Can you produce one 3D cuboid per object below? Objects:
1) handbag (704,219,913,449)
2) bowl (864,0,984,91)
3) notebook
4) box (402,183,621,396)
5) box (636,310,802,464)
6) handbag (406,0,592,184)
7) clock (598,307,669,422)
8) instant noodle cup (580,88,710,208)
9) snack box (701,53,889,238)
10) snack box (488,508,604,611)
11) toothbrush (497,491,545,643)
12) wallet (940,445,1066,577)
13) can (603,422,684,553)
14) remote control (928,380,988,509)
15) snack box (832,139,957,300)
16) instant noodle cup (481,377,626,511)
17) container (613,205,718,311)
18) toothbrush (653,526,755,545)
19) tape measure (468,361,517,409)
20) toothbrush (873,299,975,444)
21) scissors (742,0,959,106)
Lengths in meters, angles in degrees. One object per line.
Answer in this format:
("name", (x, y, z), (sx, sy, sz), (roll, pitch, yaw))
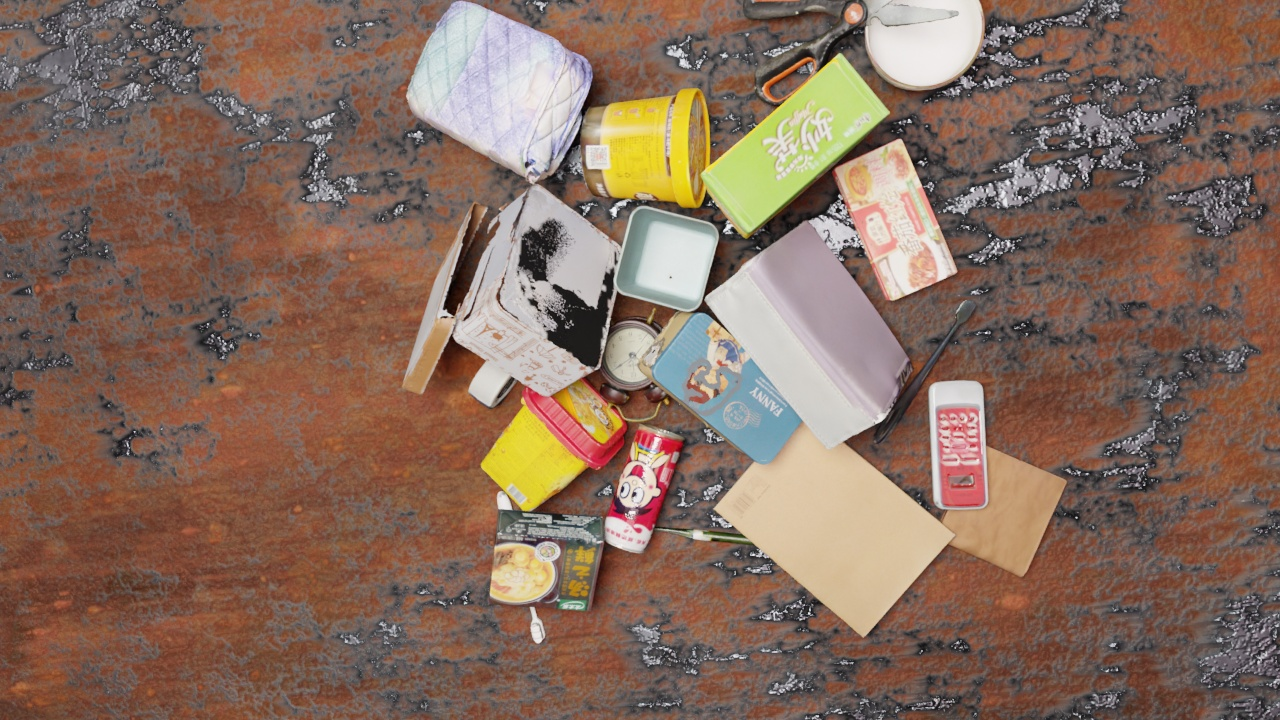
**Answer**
("handbag", (0.176, -0.030, 0.928), (0.197, 0.144, 0.099), (52, 137, 0))
("bowl", (0.280, -0.324, 0.923), (0.113, 0.062, 0.113), (0, 94, 6))
("notebook", (0.206, 0.173, 0.991), (0.211, 0.012, 0.149), (40, 97, 8))
("box", (-0.146, -0.050, 0.944), (0.156, 0.182, 0.194), (34, 136, -26))
("box", (0.090, 0.031, 0.954), (0.184, 0.060, 0.089), (37, 86, -16))
("handbag", (-0.143, -0.277, 0.941), (0.194, 0.075, 0.134), (34, 101, 32))
("clock", (-0.006, 0.006, 0.992), (0.082, 0.055, 0.122), (-4, 92, 7))
("instant noodle cup", (0.006, -0.217, 0.944), (0.114, 0.118, 0.118), (2, 95, 14))
("snack box", (0.140, -0.194, 0.878), (0.158, 0.210, 0.070), (-40, 91, 8))
("snack box", (-0.103, 0.222, 0.992), (0.113, 0.053, 0.126), (6, 120, -7))
("toothbrush", (-0.138, 0.237, 1.051), (0.016, 0.016, 0.180), (-14, 93, 6))
("wallet", (0.383, 0.159, 0.978), (0.101, 0.020, 0.115), (25, 95, 5))
("can", (0.002, 0.138, 0.998), (0.053, 0.053, 0.132), (19, 90, 5))
("remote control", (0.335, 0.089, 0.967), (0.056, 0.020, 0.136), (-2, 88, 12))
("snack box", (0.265, -0.146, 0.960), (0.075, 0.025, 0.153), (-23, 92, 8))
("instant noodle cup", (-0.097, 0.089, 0.990), (0.116, 0.116, 0.124), (45, 110, 2))
("container", (0.032, -0.105, 0.950), (0.090, 0.111, 0.090), (16, 98, 6))
("toothbrush", (0.074, 0.198, 1.023), (0.186, 0.012, 0.017), (4, 102, 7))
("tape measure", (-0.158, 0.019, 1.008), (0.033, 0.066, 0.066), (35, 98, 4))
("toothbrush", (0.301, 0.013, 0.977), (0.015, 0.018, 0.181), (31, 100, -2))
("scissors", (0.190, -0.344, 0.907), (0.222, 0.021, 0.210), (-47, 70, 33))
